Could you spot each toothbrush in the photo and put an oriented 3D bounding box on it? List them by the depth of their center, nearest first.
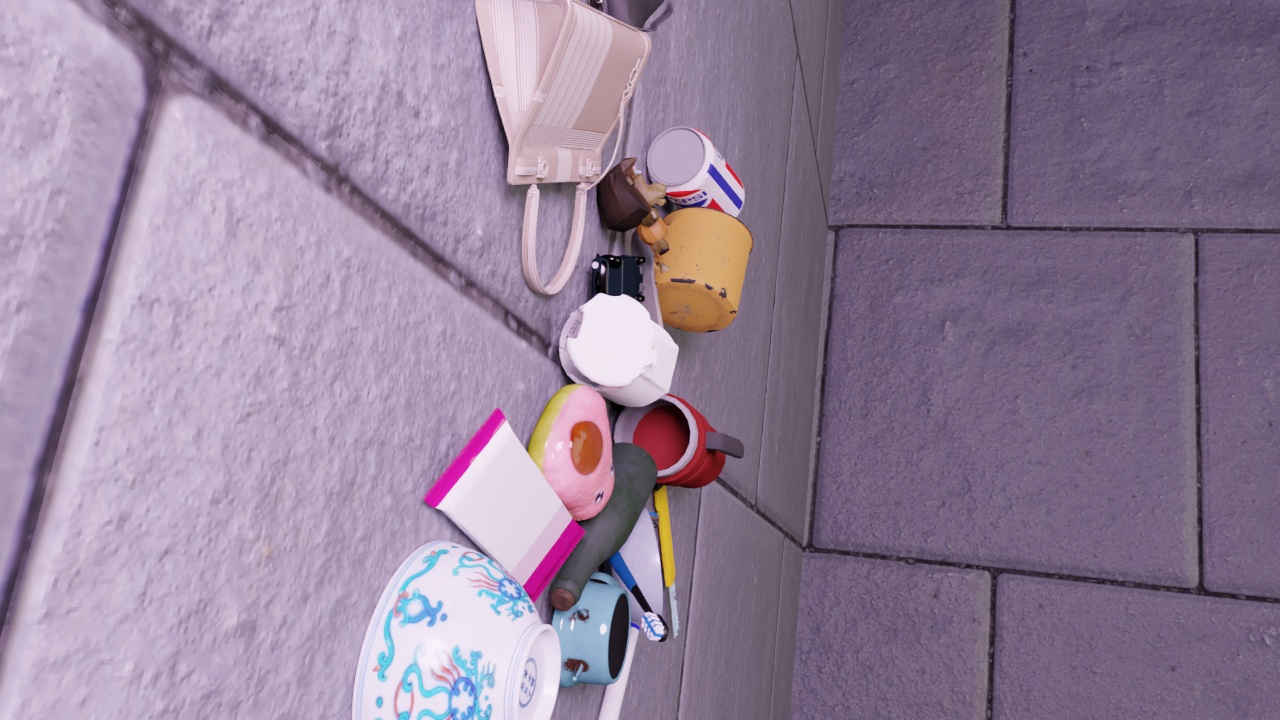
[{"bbox_3d":[-0.013,0.174,0.743,0.014,0.014,0.167,-65,-153,10],"label":"toothbrush"},{"bbox_3d":[0.003,-0.093,0.859,0.024,0.022,0.185,-2,80,-33],"label":"toothbrush"}]

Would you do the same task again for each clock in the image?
[{"bbox_3d":[-0.038,0.222,0.754,0.124,0.053,0.090,29,66,-75],"label":"clock"}]

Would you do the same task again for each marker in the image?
[{"bbox_3d":[-0.025,0.320,0.877,0.020,0.020,0.141,75,24,-47],"label":"marker"}]

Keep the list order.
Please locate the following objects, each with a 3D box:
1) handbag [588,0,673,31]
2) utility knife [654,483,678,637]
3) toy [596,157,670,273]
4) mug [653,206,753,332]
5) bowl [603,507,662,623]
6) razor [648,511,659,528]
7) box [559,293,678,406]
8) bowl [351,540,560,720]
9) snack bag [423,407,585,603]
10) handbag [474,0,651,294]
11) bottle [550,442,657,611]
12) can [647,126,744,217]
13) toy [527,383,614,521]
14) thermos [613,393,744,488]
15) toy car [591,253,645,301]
[{"bbox_3d":[-0.010,-0.316,0.756,0.128,0.054,0.079,-64,148,-49],"label":"handbag"},{"bbox_3d":[0.032,0.230,1.059,0.030,0.019,0.224,-48,134,-56],"label":"utility knife"},{"bbox_3d":[0.001,-0.123,0.788,0.100,0.062,0.076,58,7,-11],"label":"toy"},{"bbox_3d":[0.050,-0.096,0.943,0.123,0.101,0.094,29,59,-26],"label":"mug"},{"bbox_3d":[-0.010,0.187,0.830,0.106,0.039,0.106,174,-89,-80],"label":"bowl"},{"bbox_3d":[-0.016,0.215,0.892,0.042,0.022,0.144,20,74,-29],"label":"razor"},{"bbox_3d":[-0.016,-0.008,0.730,0.143,0.089,0.080,28,77,-69],"label":"box"},{"bbox_3d":[-0.091,0.179,0.525,0.143,0.074,0.144,4,89,-74],"label":"bowl"},{"bbox_3d":[-0.084,0.105,0.611,0.070,0.016,0.197,-54,151,-20],"label":"snack bag"},{"bbox_3d":[-0.058,-0.145,0.650,0.175,0.062,0.198,-35,134,-69],"label":"handbag"},{"bbox_3d":[-0.035,0.137,0.751,0.173,0.055,0.055,-60,149,-55],"label":"bottle"},{"bbox_3d":[0.059,-0.190,0.963,0.132,0.070,0.070,26,68,-65],"label":"can"},{"bbox_3d":[-0.049,0.074,0.692,0.110,0.051,0.089,75,29,-50],"label":"toy"},{"bbox_3d":[0.047,0.087,0.924,0.198,0.108,0.084,39,54,-73],"label":"thermos"},{"bbox_3d":[-0.022,-0.069,0.791,0.112,0.034,0.046,-24,116,-72],"label":"toy car"}]
